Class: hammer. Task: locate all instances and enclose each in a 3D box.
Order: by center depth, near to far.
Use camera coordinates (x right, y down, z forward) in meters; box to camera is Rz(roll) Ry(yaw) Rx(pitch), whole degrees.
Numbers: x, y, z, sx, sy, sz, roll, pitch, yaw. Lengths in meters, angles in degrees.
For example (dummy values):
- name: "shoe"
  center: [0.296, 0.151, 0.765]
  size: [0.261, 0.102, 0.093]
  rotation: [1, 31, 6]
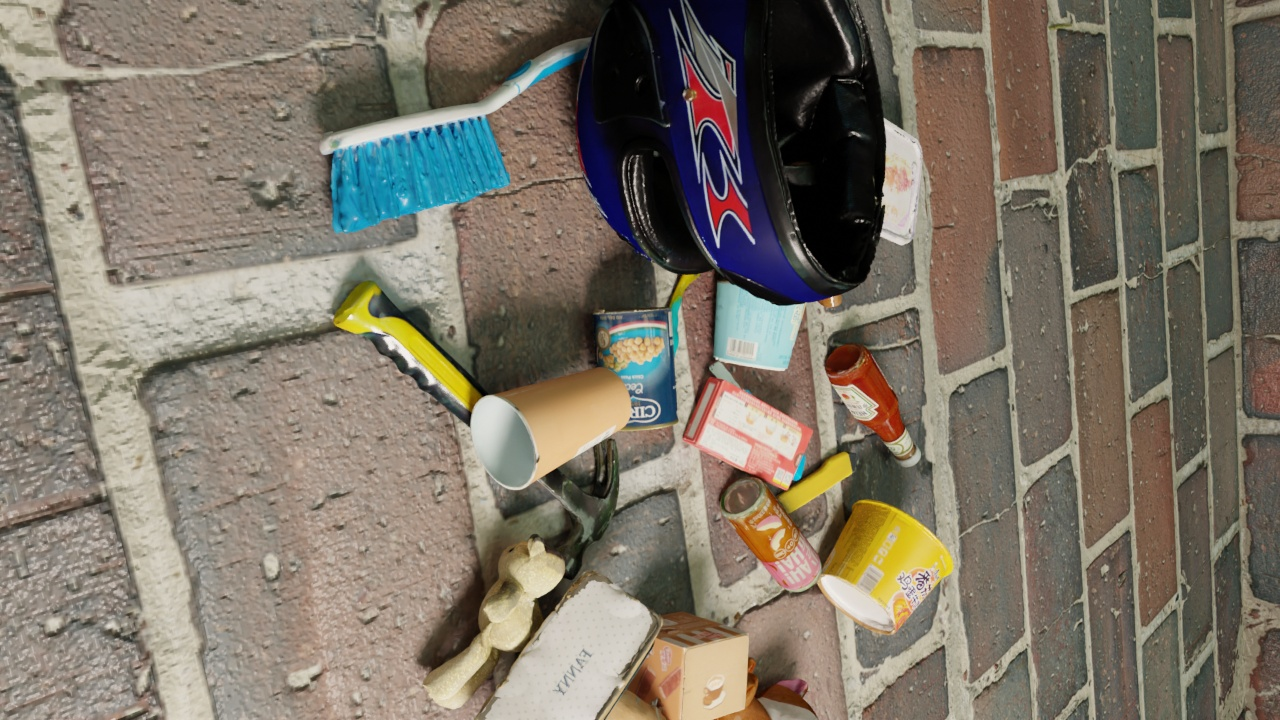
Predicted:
- name: "hammer"
  center: [-0.125, 0.051, 0.777]
  size: [0.323, 0.032, 0.126]
  rotation: [49, 60, -32]

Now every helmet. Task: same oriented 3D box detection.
- name: "helmet"
  center: [0.064, -0.191, 0.794]
  size: [0.246, 0.241, 0.315]
  rotation: [10, 75, -47]

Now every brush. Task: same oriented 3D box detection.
- name: "brush"
  center: [-0.126, -0.195, 0.756]
  size: [0.313, 0.061, 0.109]
  rotation: [-28, 107, -42]

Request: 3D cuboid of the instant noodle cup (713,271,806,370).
- name: "instant noodle cup"
  center: [0.125, -0.053, 0.964]
  size: [0.111, 0.111, 0.120]
  rotation: [3, 97, -43]

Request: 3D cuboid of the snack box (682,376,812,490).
- name: "snack box"
  center: [0.119, 0.081, 0.992]
  size: [0.152, 0.025, 0.075]
  rotation: [28, 82, -35]

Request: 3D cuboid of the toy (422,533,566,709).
- name: "toy"
  center: [-0.121, 0.218, 0.764]
  size: [0.157, 0.066, 0.105]
  rotation: [-53, 147, -16]

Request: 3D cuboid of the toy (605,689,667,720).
- name: "toy"
  center: [-0.022, 0.366, 0.810]
  size: [0.226, 0.082, 0.143]
  rotation: [34, 81, -13]

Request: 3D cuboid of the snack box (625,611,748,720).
- name: "snack box"
  center: [0.040, 0.299, 0.896]
  size: [0.092, 0.095, 0.077]
  rotation: [4, 89, -43]

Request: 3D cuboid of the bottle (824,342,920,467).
- name: "bottle"
  center: [0.299, 0.063, 1.156]
  size: [0.206, 0.060, 0.059]
  rotation: [50, 59, -33]

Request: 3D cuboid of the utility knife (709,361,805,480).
- name: "utility knife"
  center: [0.131, 0.066, 1.026]
  size: [0.198, 0.018, 0.034]
  rotation: [48, 61, -32]

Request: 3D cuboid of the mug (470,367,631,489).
- name: "mug"
  center: [-0.068, 0.049, 0.758]
  size: [0.122, 0.078, 0.078]
  rotation: [-21, 105, -44]

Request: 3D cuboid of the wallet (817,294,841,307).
- name: "wallet"
  center: [0.185, -0.133, 1.015]
  size: [0.031, 0.107, 0.132]
  rotation: [-17, 112, -7]

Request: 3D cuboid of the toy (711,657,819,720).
- name: "toy"
  center: [0.136, 0.395, 0.980]
  size: [0.199, 0.131, 0.140]
  rotation: [34, 56, -48]

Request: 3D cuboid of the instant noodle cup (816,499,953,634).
- name: "instant noodle cup"
  center: [0.288, 0.254, 1.108]
  size: [0.109, 0.138, 0.138]
  rotation: [-48, 122, -22]

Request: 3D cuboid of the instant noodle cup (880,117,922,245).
- name: "instant noodle cup"
  center: [0.271, -0.222, 1.116]
  size: [0.173, 0.060, 0.138]
  rotation: [12, 83, -41]

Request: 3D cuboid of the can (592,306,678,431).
- name: "can"
  center: [-0.005, 0.005, 0.856]
  size: [0.075, 0.075, 0.111]
  rotation: [-8, 97, -43]

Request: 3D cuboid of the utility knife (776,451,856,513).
- name: "utility knife"
  center: [0.207, 0.147, 1.101]
  size: [0.169, 0.015, 0.033]
  rotation: [-22, 100, -39]

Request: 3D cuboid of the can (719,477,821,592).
- name: "can"
  center: [0.145, 0.194, 1.015]
  size: [0.147, 0.058, 0.057]
  rotation: [52, 58, -31]

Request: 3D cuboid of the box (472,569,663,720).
- name: "box"
  center: [-0.062, 0.268, 0.753]
  size: [0.183, 0.090, 0.060]
  rotation: [-48, 164, -28]

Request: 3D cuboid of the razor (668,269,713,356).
- name: "razor"
  center: [0.042, -0.051, 0.930]
  size: [0.043, 0.028, 0.132]
  rotation: [60, 45, -66]
